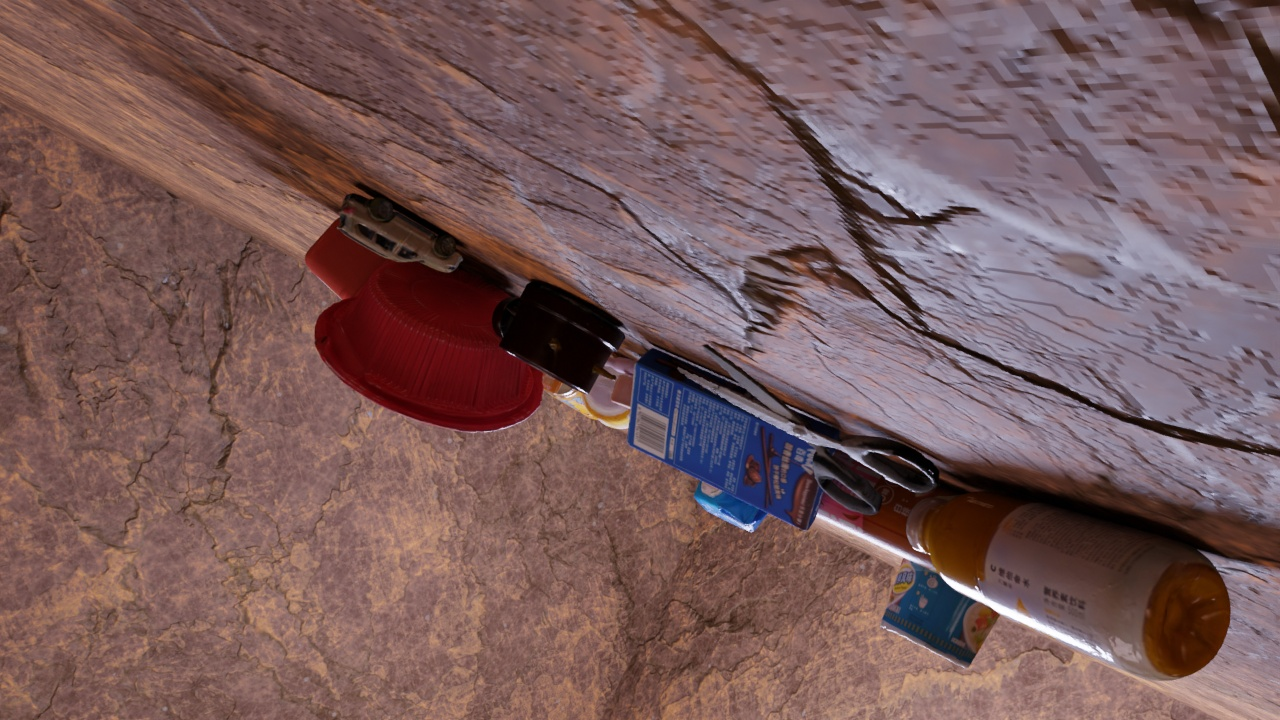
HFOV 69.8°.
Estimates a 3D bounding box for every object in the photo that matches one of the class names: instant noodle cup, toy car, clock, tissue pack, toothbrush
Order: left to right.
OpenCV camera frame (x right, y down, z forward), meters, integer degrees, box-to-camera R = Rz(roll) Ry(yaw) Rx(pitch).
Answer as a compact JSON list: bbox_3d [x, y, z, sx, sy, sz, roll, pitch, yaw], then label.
[{"bbox_3d":[-0.169,-0.087,0.649,0.090,0.035,0.042,27,176,-27],"label":"toy car"},{"bbox_3d":[-0.162,-0.024,0.754,0.194,0.066,0.193,22,-156,-10],"label":"instant noodle cup"},{"bbox_3d":[-0.064,-0.018,0.682,0.082,0.055,0.122,30,175,-32],"label":"clock"},{"bbox_3d":[-0.005,0.005,0.790,0.189,0.021,0.029,17,136,53],"label":"toothbrush"},{"bbox_3d":[0.108,0.125,0.970,0.052,0.095,0.157,34,173,-9],"label":"tissue pack"},{"bbox_3d":[0.238,0.168,0.700,0.099,0.110,0.099,26,175,2],"label":"instant noodle cup"}]

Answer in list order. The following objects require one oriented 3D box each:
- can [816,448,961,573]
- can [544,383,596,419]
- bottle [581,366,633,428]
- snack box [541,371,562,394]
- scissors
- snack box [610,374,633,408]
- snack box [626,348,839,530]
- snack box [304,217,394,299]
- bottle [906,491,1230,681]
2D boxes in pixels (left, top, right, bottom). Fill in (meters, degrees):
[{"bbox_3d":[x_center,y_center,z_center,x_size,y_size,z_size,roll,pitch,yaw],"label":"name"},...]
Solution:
[{"bbox_3d":[0.186,0.109,0.665,0.147,0.058,0.058,21,172,42],"label":"can"},{"bbox_3d":[-0.070,0.029,1.085,0.058,0.058,0.146,25,174,21],"label":"can"},{"bbox_3d":[-0.018,0.036,0.897,0.063,0.063,0.108,25,174,15],"label":"bottle"},{"bbox_3d":[-0.110,-0.008,0.927,0.075,0.026,0.153,26,-171,-8],"label":"snack box"},{"bbox_3d":[0.107,0.049,0.585,0.160,0.014,0.171,7,144,31],"label":"scissors"},{"bbox_3d":[0.060,0.052,0.778,0.157,0.026,0.084,18,176,32],"label":"snack box"},{"bbox_3d":[0.064,0.058,0.679,0.157,0.026,0.085,24,132,22],"label":"snack box"},{"bbox_3d":[-0.261,-0.088,0.859,0.080,0.082,0.091,41,172,-5],"label":"snack box"},{"bbox_3d":[0.219,0.113,0.506,0.068,0.068,0.190,29,174,-20],"label":"bottle"}]
